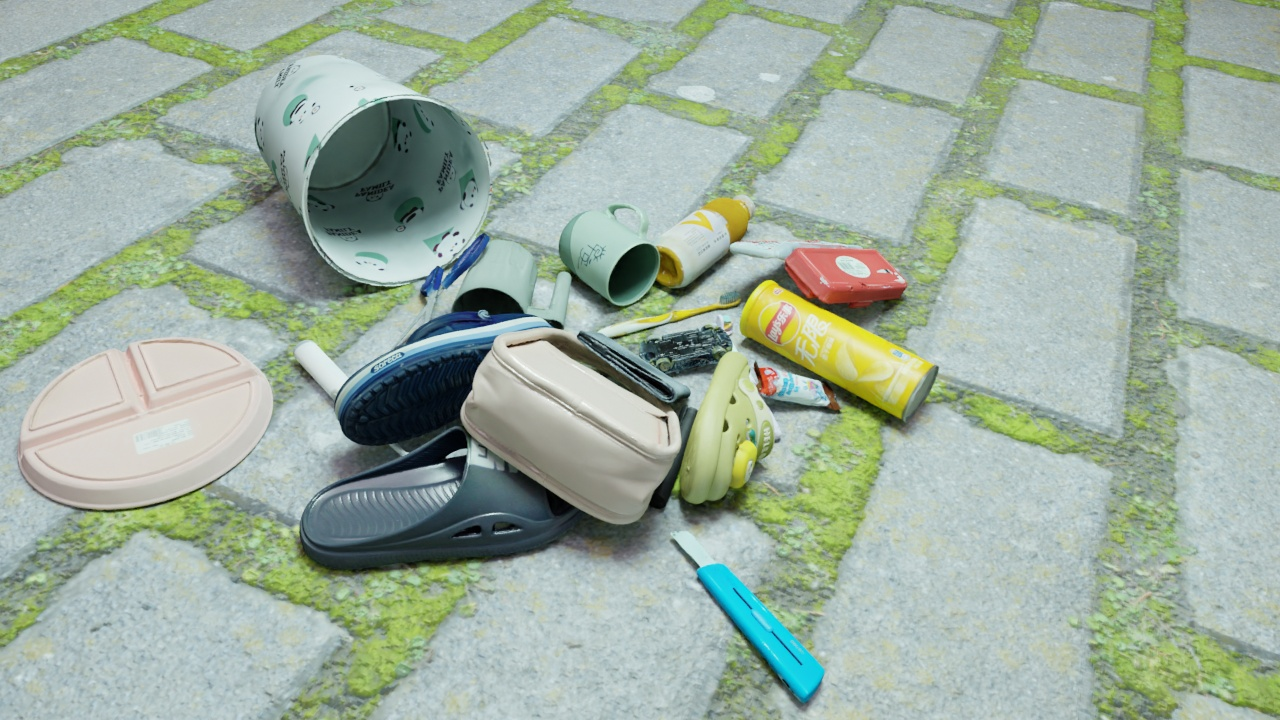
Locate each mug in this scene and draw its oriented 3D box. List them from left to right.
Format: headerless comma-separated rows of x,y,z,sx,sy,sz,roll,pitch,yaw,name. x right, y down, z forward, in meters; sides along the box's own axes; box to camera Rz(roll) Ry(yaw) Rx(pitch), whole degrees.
-0.142,-0.074,1.038,0.124,0.084,0.103,7,39,-2,mug
-0.035,-0.139,1.100,0.082,0.112,0.106,6,27,-49,mug

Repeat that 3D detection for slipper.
-0.191,-0.001,0.913,0.252,0.105,0.095,-20,49,-41,slipper
-0.168,0.116,0.817,0.268,0.083,0.110,-9,45,-13,slipper
0.093,0.064,0.899,0.081,0.092,0.190,15,38,7,slipper

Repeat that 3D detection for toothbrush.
-0.286,0.046,0.926,0.026,0.027,0.221,-25,49,-37,toothbrush
0.036,-0.055,1.079,0.191,0.018,0.016,-15,43,-21,toothbrush
0.119,0.016,1.007,0.021,0.029,0.189,-35,43,15,toothbrush

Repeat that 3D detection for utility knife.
0.086,0.209,0.783,0.034,0.018,0.191,-22,47,-27,utility knife

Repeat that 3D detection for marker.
0.034,0.093,0.908,0.020,0.022,0.131,-18,29,33,marker

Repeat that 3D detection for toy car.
0.050,-0.010,1.018,0.105,0.031,0.049,-10,41,-8,toy car

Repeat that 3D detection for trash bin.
-0.341,-0.247,1.121,0.229,0.230,0.252,-23,42,-28,trash bin

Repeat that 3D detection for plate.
-0.483,0.051,0.900,0.229,0.028,0.229,3,41,-3,plate

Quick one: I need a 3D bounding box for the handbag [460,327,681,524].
-0.047,0.038,0.882,0.193,0.093,0.233,32,21,1,handbag

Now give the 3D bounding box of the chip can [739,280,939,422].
0.214,-0.012,1.010,0.213,0.072,0.071,32,47,26,chip can

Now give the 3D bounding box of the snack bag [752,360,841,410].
0.164,0.030,0.980,0.105,0.026,0.045,13,34,-21,snack bag

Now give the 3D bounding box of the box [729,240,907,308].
0.220,-0.118,1.106,0.161,0.060,0.200,36,28,33,box

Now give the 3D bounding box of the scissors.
-0.227,-0.080,1.033,0.162,0.012,0.176,-45,24,7,scissors

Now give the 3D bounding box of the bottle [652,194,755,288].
0.083,-0.158,1.165,0.068,0.068,0.189,28,46,24,bottle

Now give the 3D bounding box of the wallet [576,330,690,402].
-0.006,0.006,0.944,0.121,0.019,0.097,34,5,9,wallet
